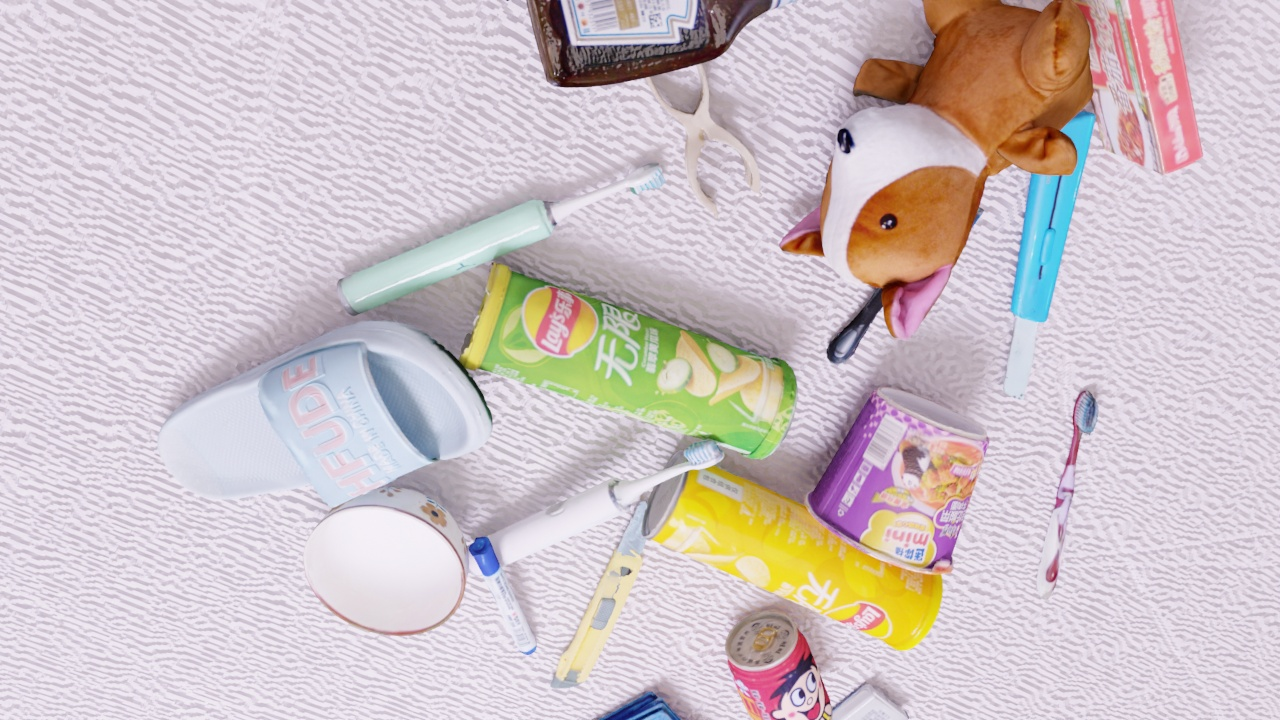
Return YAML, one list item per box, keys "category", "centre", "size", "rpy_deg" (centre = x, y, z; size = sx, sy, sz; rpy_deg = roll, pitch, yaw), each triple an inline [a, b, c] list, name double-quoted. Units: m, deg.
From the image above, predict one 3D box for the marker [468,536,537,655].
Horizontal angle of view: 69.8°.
- category: "marker"
  centre: [-0.101, 0.181, 0.689]
  size: [0.017, 0.016, 0.146]
  rpy_deg: [-12, 134, 1]

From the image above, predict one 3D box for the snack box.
- category: "snack box"
  centre: [0.284, -0.189, 0.539]
  size: [0.025, 0.075, 0.153]
  rpy_deg: [-25, 114, 8]

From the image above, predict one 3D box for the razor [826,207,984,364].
- category: "razor"
  centre: [0.172, -0.054, 0.622]
  size: [0.042, 0.022, 0.143]
  rpy_deg: [39, 115, 16]

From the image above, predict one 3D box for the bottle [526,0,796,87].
- category: "bottle"
  centre: [0.034, -0.210, 0.519]
  size: [0.195, 0.044, 0.080]
  rpy_deg: [-15, 105, -5]

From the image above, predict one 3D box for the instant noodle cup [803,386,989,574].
- category: "instant noodle cup"
  centre: [0.185, 0.078, 0.643]
  size: [0.111, 0.111, 0.099]
  rpy_deg: [19, 102, -12]

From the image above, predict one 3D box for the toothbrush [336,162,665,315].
- category: "toothbrush"
  centre: [-0.090, -0.081, 0.588]
  size: [0.224, 0.026, 0.027]
  rpy_deg: [-22, 146, 6]

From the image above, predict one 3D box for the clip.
- category: "clip"
  centre: [0.029, -0.133, 0.570]
  size: [0.081, 0.034, 0.104]
  rpy_deg: [-40, 107, 13]

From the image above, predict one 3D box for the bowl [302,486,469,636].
- category: "bowl"
  centre: [-0.175, 0.134, 0.658]
  size: [0.113, 0.062, 0.114]
  rpy_deg: [1, 116, 2]

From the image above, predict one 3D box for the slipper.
- category: "slipper"
  centre: [-0.215, 0.046, 0.593]
  size: [0.246, 0.074, 0.104]
  rpy_deg: [-14, 116, 18]

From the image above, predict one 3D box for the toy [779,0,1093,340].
- category: "toy"
  centre: [0.169, -0.123, 0.536]
  size: [0.130, 0.140, 0.200]
  rpy_deg: [19, 114, -38]

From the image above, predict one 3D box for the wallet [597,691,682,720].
- category: "wallet"
  centre: [0.012, 0.352, 0.790]
  size: [0.106, 0.040, 0.133]
  rpy_deg: [-30, 114, 14]

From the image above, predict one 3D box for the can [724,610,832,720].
- category: "can"
  centre: [0.110, 0.255, 0.735]
  size: [0.066, 0.066, 0.094]
  rpy_deg: [-21, 114, 5]

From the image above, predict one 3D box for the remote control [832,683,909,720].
- category: "remote control"
  centre: [0.171, 0.333, 0.799]
  size: [0.049, 0.024, 0.125]
  rpy_deg: [38, 106, -19]

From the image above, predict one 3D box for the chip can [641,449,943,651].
- category: "chip can"
  centre: [0.110, 0.138, 0.666]
  size: [0.213, 0.072, 0.072]
  rpy_deg: [25, 110, -9]

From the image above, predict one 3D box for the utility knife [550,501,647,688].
- category: "utility knife"
  centre: [-0.028, 0.190, 0.727]
  size: [0.031, 0.020, 0.195]
  rpy_deg: [16, 108, -18]

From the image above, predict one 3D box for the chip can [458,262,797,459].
- category: "chip can"
  centre: [-0.004, 0.004, 0.608]
  size: [0.221, 0.072, 0.073]
  rpy_deg: [19, 112, -12]

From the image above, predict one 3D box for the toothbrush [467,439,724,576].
- category: "toothbrush"
  centre: [-0.036, 0.105, 0.646]
  size: [0.221, 0.026, 0.026]
  rpy_deg: [-28, 118, 25]

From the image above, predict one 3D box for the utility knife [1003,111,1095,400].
- category: "utility knife"
  centre: [0.273, -0.064, 0.628]
  size: [0.034, 0.018, 0.207]
  rpy_deg: [-2, 116, -4]

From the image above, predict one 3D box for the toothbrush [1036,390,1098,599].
- category: "toothbrush"
  centre: [0.331, 0.110, 0.711]
  size: [0.016, 0.017, 0.188]
  rpy_deg: [-2, 114, -3]
